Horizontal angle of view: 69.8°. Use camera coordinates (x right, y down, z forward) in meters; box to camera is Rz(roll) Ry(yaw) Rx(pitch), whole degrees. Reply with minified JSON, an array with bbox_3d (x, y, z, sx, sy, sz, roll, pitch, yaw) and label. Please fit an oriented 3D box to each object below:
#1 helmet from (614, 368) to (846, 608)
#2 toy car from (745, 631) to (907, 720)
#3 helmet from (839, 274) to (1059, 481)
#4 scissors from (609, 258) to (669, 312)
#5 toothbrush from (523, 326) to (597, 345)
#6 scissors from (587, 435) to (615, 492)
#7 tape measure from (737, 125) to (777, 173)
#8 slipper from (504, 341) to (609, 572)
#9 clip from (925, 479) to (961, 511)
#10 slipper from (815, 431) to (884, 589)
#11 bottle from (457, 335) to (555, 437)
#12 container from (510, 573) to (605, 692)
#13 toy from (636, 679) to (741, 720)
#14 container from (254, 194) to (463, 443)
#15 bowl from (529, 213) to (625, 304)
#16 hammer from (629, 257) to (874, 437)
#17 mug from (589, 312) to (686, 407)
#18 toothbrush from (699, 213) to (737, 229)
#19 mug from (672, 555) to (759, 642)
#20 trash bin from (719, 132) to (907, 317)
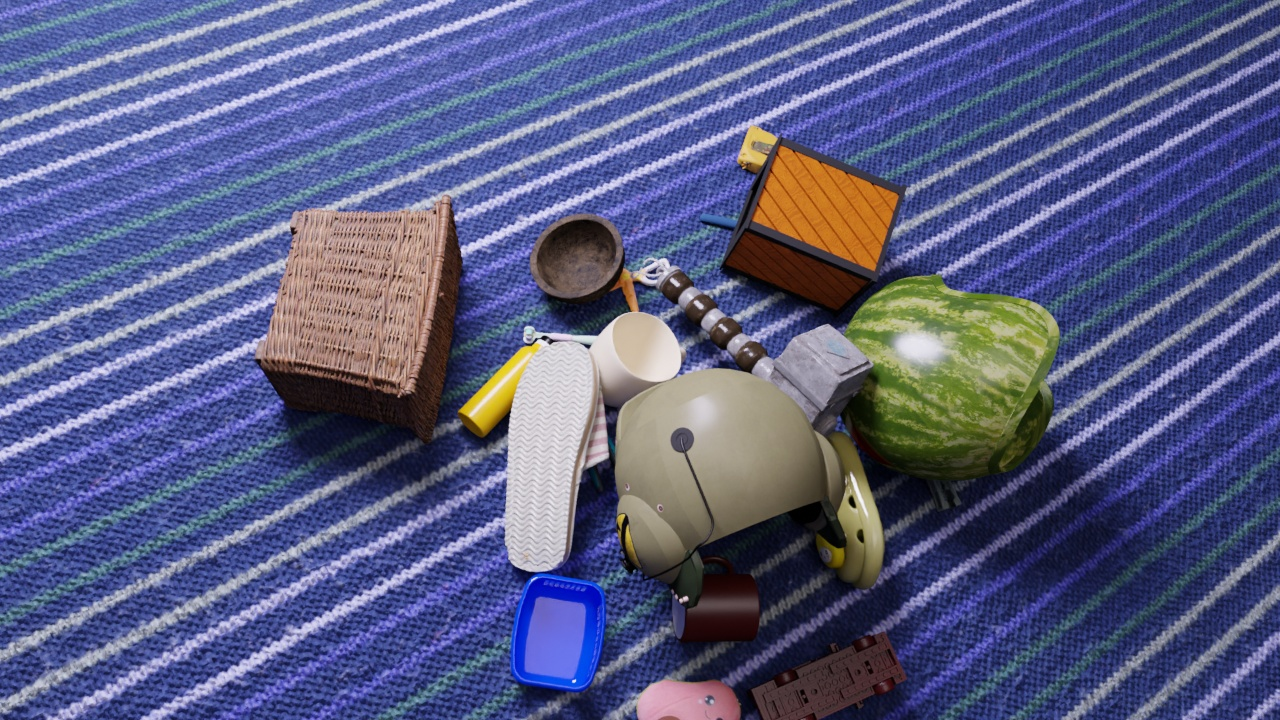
[{"bbox_3d":[0.079,0.123,0.973,0.250,0.256,0.232,-17,74,-18],"label":"helmet"},{"bbox_3d":[0.202,0.360,1.012,0.169,0.062,0.070,-17,71,-17],"label":"toy car"},{"bbox_3d":[0.351,0.022,1.096,0.247,0.213,0.243,31,77,34],"label":"helmet"},{"bbox_3d":[-0.016,-0.110,1.202,0.131,0.011,0.125,-12,70,-12],"label":"scissors"},{"bbox_3d":[-0.069,-0.026,1.154,0.154,0.015,0.022,5,101,-8],"label":"toothbrush"},{"bbox_3d":[-0.054,0.089,1.107,0.146,0.019,0.133,21,63,1],"label":"scissors"},{"bbox_3d":[0.173,-0.296,1.307,0.059,0.030,0.068,21,65,1],"label":"tape measure"},{"bbox_3d":[-0.095,0.110,1.053,0.115,0.052,0.262,2,77,24],"label":"slipper"},{"bbox_3d":[0.376,0.151,1.156,0.044,0.023,0.076,-13,72,-17],"label":"clip"},{"bbox_3d":[0.231,0.175,1.085,0.081,0.092,0.190,-4,64,-9],"label":"slipper"},{"bbox_3d":[-0.154,0.027,1.100,0.043,0.043,0.143,39,66,7],"label":"bottle"},{"bbox_3d":[-0.090,0.296,0.989,0.096,0.058,0.114,11,66,-6],"label":"container"},{"bbox_3d":[0.054,0.380,0.983,0.109,0.051,0.090,-17,72,-18],"label":"toy"},{"bbox_3d":[-0.314,-0.051,1.045,0.183,0.162,0.249,6,65,-4],"label":"container"},{"bbox_3d":[-0.074,-0.120,1.166,0.121,0.056,0.121,-6,65,12],"label":"bowl"},{"bbox_3d":[0.110,-0.027,1.102,0.079,0.177,0.326,-20,57,-43],"label":"hammer"},{"bbox_3d":[-0.007,0.006,1.107,0.120,0.100,0.096,1,62,-33],"label":"mug"},{"bbox_3d":[0.163,-0.180,1.264,0.167,0.014,0.014,12,73,-6],"label":"toothbrush"},{"bbox_3d":[0.081,0.264,1.033,0.082,0.073,0.105,2,42,-10],"label":"mug"},{"bbox_3d":[0.219,-0.170,1.188,0.172,0.140,0.139,22,73,-2],"label":"trash bin"}]
